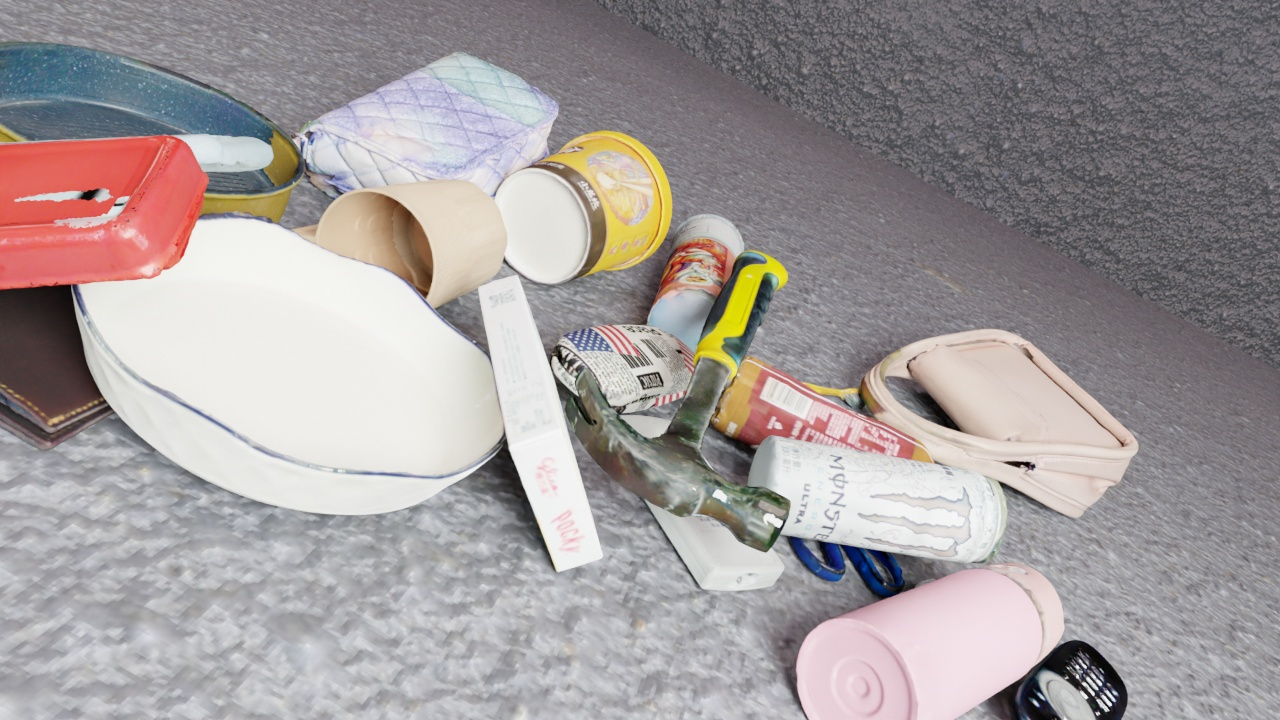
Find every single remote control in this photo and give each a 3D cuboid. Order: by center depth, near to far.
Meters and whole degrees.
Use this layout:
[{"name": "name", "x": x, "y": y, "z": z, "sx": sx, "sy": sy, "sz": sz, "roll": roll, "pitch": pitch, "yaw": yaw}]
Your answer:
[{"name": "remote control", "x": 0.246, "y": 0.199, "z": 0.530, "sx": 0.136, "sy": 0.024, "sz": 0.053, "roll": -5, "pitch": 50, "yaw": -50}, {"name": "remote control", "x": 0.028, "y": 0.081, "z": 0.543, "sx": 0.056, "sy": 0.019, "sz": 0.135, "roll": 8, "pitch": 31, "yaw": -37}]

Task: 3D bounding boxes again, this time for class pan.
[{"name": "pan", "x": -0.361, "y": -0.150, "z": 0.518, "sx": 0.198, "sy": 0.078, "sz": 0.356, "roll": 40, "pitch": 27, "yaw": 27}]

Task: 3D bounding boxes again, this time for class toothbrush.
[{"name": "toothbrush", "x": 0.131, "y": 0.027, "z": 0.765, "sx": 0.191, "sy": 0.016, "sz": 0.018, "roll": 7, "pitch": 40, "yaw": -40}]

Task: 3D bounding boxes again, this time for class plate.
[{"name": "plate", "x": -0.165, "y": 0.000, "z": 0.449, "sx": 0.205, "sy": 0.046, "sz": 0.204, "roll": 28, "pitch": 21, "yaw": -12}]

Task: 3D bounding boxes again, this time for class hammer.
[{"name": "hammer", "x": 0.048, "y": -0.006, "z": 0.580, "sx": 0.126, "sy": 0.032, "sz": 0.322, "roll": 25, "pitch": 30, "yaw": 3}]

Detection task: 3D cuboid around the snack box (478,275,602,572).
[{"name": "snack box", "x": -0.055, "y": 0.027, "z": 0.487, "sx": 0.027, "sy": 0.085, "sz": 0.156, "roll": -17, "pitch": 35, "yaw": -4}]

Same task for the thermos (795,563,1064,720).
[{"name": "thermos", "x": 0.158, "y": 0.150, "z": 0.498, "sx": 0.087, "sy": 0.067, "sz": 0.198, "roll": 10, "pitch": 8, "yaw": 42}]

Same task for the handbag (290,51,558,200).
[{"name": "handbag", "x": -0.162, "y": -0.177, "z": 0.738, "sx": 0.134, "sy": 0.076, "sz": 0.193, "roll": 28, "pitch": 40, "yaw": 10}]

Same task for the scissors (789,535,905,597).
[{"name": "scissors", "x": 0.130, "y": 0.100, "z": 0.624, "sx": 0.133, "sy": 0.012, "sz": 0.172, "roll": 30, "pitch": 23, "yaw": 8}]

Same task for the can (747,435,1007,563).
[{"name": "can", "x": 0.141, "y": 0.085, "z": 0.557, "sx": 0.146, "sy": 0.058, "sz": 0.058, "roll": 11, "pitch": 27, "yaw": -8}]

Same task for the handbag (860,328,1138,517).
[{"name": "handbag", "x": 0.303, "y": 0.048, "z": 0.829, "sx": 0.233, "sy": 0.094, "sz": 0.193, "roll": 6, "pitch": 32, "yaw": -30}]

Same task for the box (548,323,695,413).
[{"name": "box", "x": -0.006, "y": 0.007, "z": 0.633, "sx": 0.069, "sy": 0.052, "sz": 0.164, "roll": 27, "pitch": 15, "yaw": 25}]

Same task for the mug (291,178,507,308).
[{"name": "mug", "x": -0.162, "y": -0.076, "z": 0.598, "sx": 0.125, "sy": 0.084, "sz": 0.103, "roll": 6, "pitch": 17, "yaw": 17}]

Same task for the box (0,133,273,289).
[{"name": "box", "x": -0.279, "y": -0.072, "z": 0.394, "sx": 0.201, "sy": 0.058, "sz": 0.161, "roll": -4, "pitch": 30, "yaw": 0}]

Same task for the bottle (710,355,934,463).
[{"name": "bottle", "x": 0.137, "y": 0.059, "z": 0.626, "sx": 0.175, "sy": 0.058, "sz": 0.057, "roll": 27, "pitch": 24, "yaw": 7}]

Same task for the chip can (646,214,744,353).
[{"name": "chip can", "x": 0.052, "y": -0.065, "z": 0.797, "sx": 0.071, "sy": 0.071, "sz": 0.214, "roll": 26, "pitch": 25, "yaw": -4}]

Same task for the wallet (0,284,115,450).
[{"name": "wallet", "x": -0.264, "y": -0.012, "z": 0.423, "sx": 0.096, "sy": 0.020, "sz": 0.122, "roll": 33, "pitch": 23, "yaw": -1}]

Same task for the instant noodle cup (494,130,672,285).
[{"name": "instant noodle cup", "x": -0.052, "y": -0.120, "z": 0.752, "sx": 0.118, "sy": 0.119, "sz": 0.114, "roll": 34, "pitch": 34, "yaw": 14}]
